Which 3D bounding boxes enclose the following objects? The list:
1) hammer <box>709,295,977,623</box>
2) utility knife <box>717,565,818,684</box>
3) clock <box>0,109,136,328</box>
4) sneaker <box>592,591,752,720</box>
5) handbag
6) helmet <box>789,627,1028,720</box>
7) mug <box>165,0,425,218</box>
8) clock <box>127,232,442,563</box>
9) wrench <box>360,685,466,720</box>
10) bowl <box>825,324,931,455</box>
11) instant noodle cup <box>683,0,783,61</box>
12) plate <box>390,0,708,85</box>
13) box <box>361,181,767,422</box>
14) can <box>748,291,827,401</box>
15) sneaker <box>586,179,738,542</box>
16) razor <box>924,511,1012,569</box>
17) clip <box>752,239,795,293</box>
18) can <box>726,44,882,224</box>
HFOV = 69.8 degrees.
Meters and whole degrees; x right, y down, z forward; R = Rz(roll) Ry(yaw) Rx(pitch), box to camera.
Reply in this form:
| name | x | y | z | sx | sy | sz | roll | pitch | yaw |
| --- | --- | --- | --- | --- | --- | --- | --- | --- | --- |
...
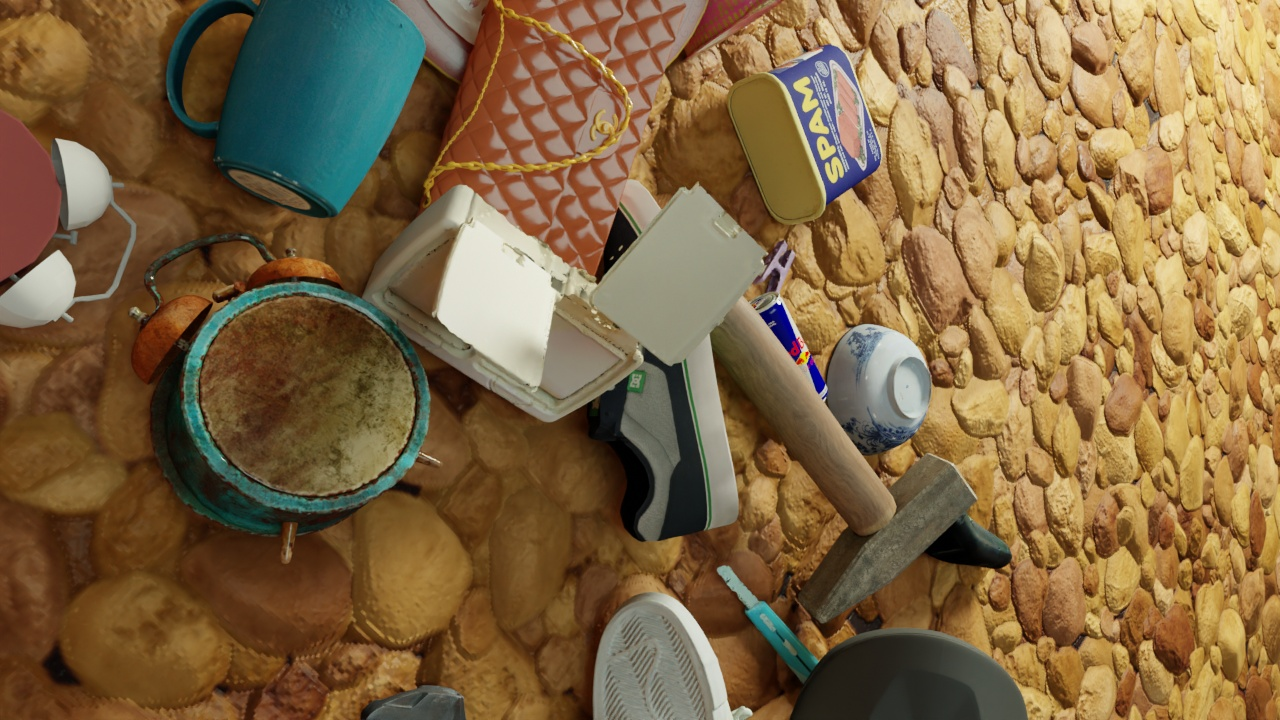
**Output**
| name | x | y | z | sx | sy | sz | roll | pitch | yaw |
| --- | --- | --- | --- | --- | --- | --- | --- | --- | --- |
| hammer | 0.112 | 0.048 | 0.678 | 0.158 | 0.037 | 0.301 | -41 | 108 | -6 |
| utility knife | 0.099 | 0.205 | 0.697 | 0.022 | 0.015 | 0.151 | -42 | 113 | -4 |
| clock | -0.287 | -0.065 | 0.393 | 0.124 | 0.044 | 0.087 | 22 | 74 | -35 |
| sneaker | 0.035 | 0.271 | 0.609 | 0.090 | 0.090 | 0.242 | 8 | 64 | -74 |
| handbag | -0.053 | -0.147 | 0.538 | 0.108 | 0.060 | 0.172 | 19 | 91 | -18 |
| helmet | 0.183 | 0.295 | 0.654 | 0.169 | 0.164 | 0.265 | -59 | 159 | -59 |
| mug | -0.180 | -0.136 | 0.466 | 0.112 | 0.084 | 0.104 | 19 | 80 | -6 |
| clock | -0.182 | 0.011 | 0.455 | 0.121 | 0.074 | 0.157 | -33 | 92 | -39 |
| wrench | -0.065 | 0.278 | 0.561 | 0.273 | 0.022 | 0.073 | 44 | 69 | -27 |
| bowl | 0.211 | 0.024 | 0.772 | 0.114 | 0.045 | 0.114 | 2 | 86 | -38 |
| instant noodle cup | 0.046 | -0.282 | 0.636 | 0.097 | 0.098 | 0.108 | -40 | 104 | -32 |
| plate | -0.061 | -0.269 | 0.562 | 0.229 | 0.021 | 0.230 | -3 | 98 | -19 |
| box | -0.047 | -0.019 | 0.465 | 0.143 | 0.193 | 0.106 | 34 | 42 | -26 |
| can | 0.112 | -0.006 | 0.705 | 0.032 | 0.032 | 0.095 | -42 | 112 | -31 |
| sneaker | -0.003 | 0.003 | 0.592 | 0.079 | 0.084 | 0.235 | -14 | 95 | -17 |
| razor | 0.294 | 0.154 | 0.833 | 0.151 | 0.054 | 0.067 | 27 | 55 | -40 |
| clip | 0.104 | -0.072 | 0.716 | 0.035 | 0.013 | 0.051 | 43 | 61 | -29 |
| can | 0.131 | -0.178 | 0.715 | 0.092 | 0.057 | 0.116 | -36 | 109 | -35 |
